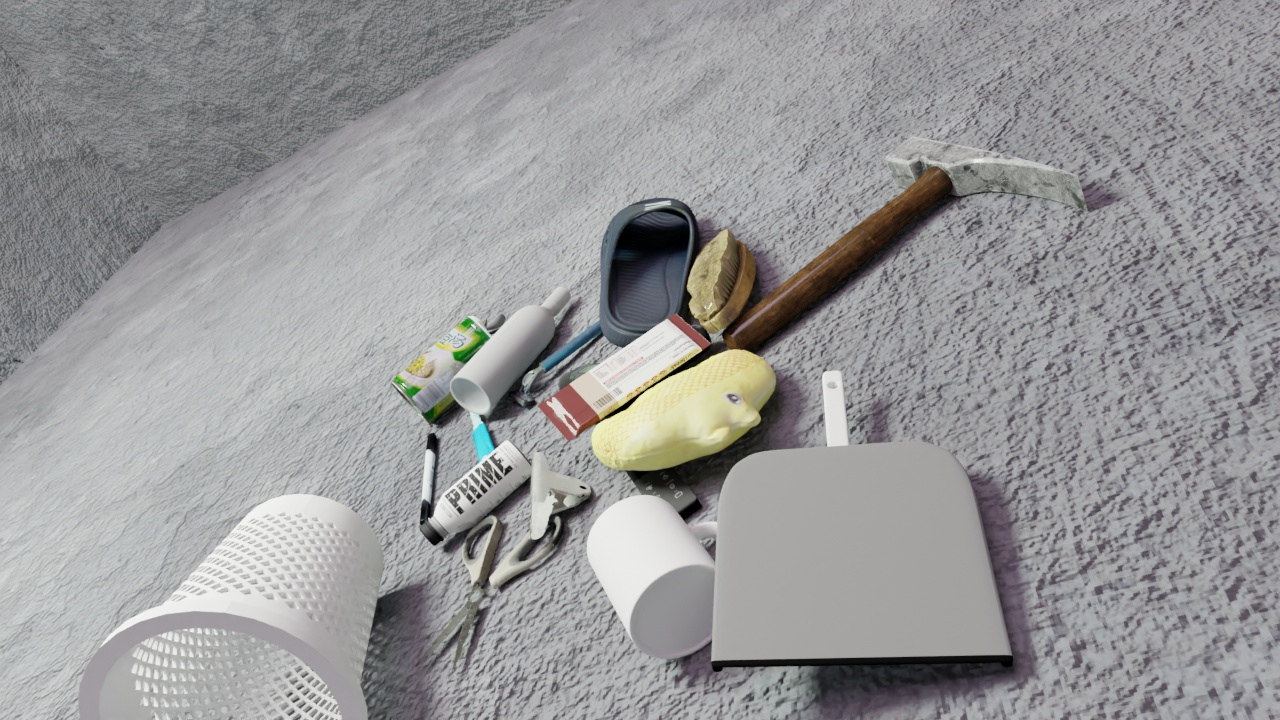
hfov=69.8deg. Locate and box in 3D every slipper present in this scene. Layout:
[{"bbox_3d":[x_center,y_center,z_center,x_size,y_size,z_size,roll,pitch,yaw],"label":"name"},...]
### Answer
[{"bbox_3d":[0.007,-0.119,0.980,0.111,0.083,0.267,3,40,4],"label":"slipper"}]

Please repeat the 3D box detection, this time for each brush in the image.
[{"bbox_3d":[0.079,-0.081,0.907,0.059,0.043,0.195,-39,16,25],"label":"brush"}]

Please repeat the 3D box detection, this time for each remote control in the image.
[{"bbox_3d":[0.007,0.092,0.778,0.034,0.013,0.150,-35,30,-4],"label":"remote control"}]

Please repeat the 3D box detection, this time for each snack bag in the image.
[{"bbox_3d":[-0.014,0.013,0.830,0.157,0.013,0.057,-35,51,-15],"label":"snack bag"}]

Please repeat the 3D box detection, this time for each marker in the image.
[{"bbox_3d":[-0.220,0.120,0.954,0.011,0.011,0.152,-29,31,8],"label":"marker"}]

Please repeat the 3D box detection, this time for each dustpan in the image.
[{"bbox_3d":[0.134,0.090,0.608,0.163,0.033,0.256,-5,43,12],"label":"dustpan"}]

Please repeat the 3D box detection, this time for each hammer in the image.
[{"bbox_3d":[0.215,-0.091,0.827,0.300,0.037,0.218,-38,31,-7],"label":"hammer"}]

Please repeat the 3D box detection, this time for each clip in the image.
[{"bbox_3d":[-0.078,0.116,0.799,0.058,0.052,0.102,-46,17,11],"label":"clip"}]

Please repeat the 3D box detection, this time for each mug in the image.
[{"bbox_3d":[0.029,0.143,0.639,0.110,0.074,0.090,-12,26,-17],"label":"mug"}]

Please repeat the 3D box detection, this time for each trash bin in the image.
[{"bbox_3d":[-0.295,0.216,0.734,0.196,0.195,0.199,-27,21,10],"label":"trash bin"}]

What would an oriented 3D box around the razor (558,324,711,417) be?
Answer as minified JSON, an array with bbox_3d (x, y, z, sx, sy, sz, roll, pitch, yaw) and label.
[{"bbox_3d":[-0.005,0.005,0.878,0.151,0.054,0.067,-29,39,-3],"label":"razor"}]

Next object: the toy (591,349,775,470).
[{"bbox_3d":[0.042,0.040,0.766,0.170,0.064,0.155,-30,17,-21],"label":"toy"}]

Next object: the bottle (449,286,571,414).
[{"bbox_3d":[-0.136,-0.021,1.032,0.053,0.052,0.194,-6,33,38],"label":"bottle"}]

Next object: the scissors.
[{"bbox_3d":[-0.130,0.184,0.775,0.157,0.012,0.166,-36,30,-4],"label":"scissors"}]

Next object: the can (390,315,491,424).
[{"bbox_3d":[-0.220,0.010,1.057,0.120,0.067,0.067,-42,31,-15],"label":"can"}]

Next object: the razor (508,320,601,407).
[{"bbox_3d":[-0.084,-0.005,0.997,0.143,0.022,0.042,-42,32,-16],"label":"razor"}]

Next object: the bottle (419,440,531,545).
[{"bbox_3d":[-0.154,0.126,0.854,0.116,0.041,0.041,-41,31,-13],"label":"bottle"}]

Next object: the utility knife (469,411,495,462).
[{"bbox_3d":[-0.165,0.077,0.959,0.022,0.015,0.178,-32,31,0],"label":"utility knife"}]

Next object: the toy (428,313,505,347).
[{"bbox_3d":[-0.222,-0.034,1.159,0.112,0.030,0.049,-14,7,34],"label":"toy"}]
